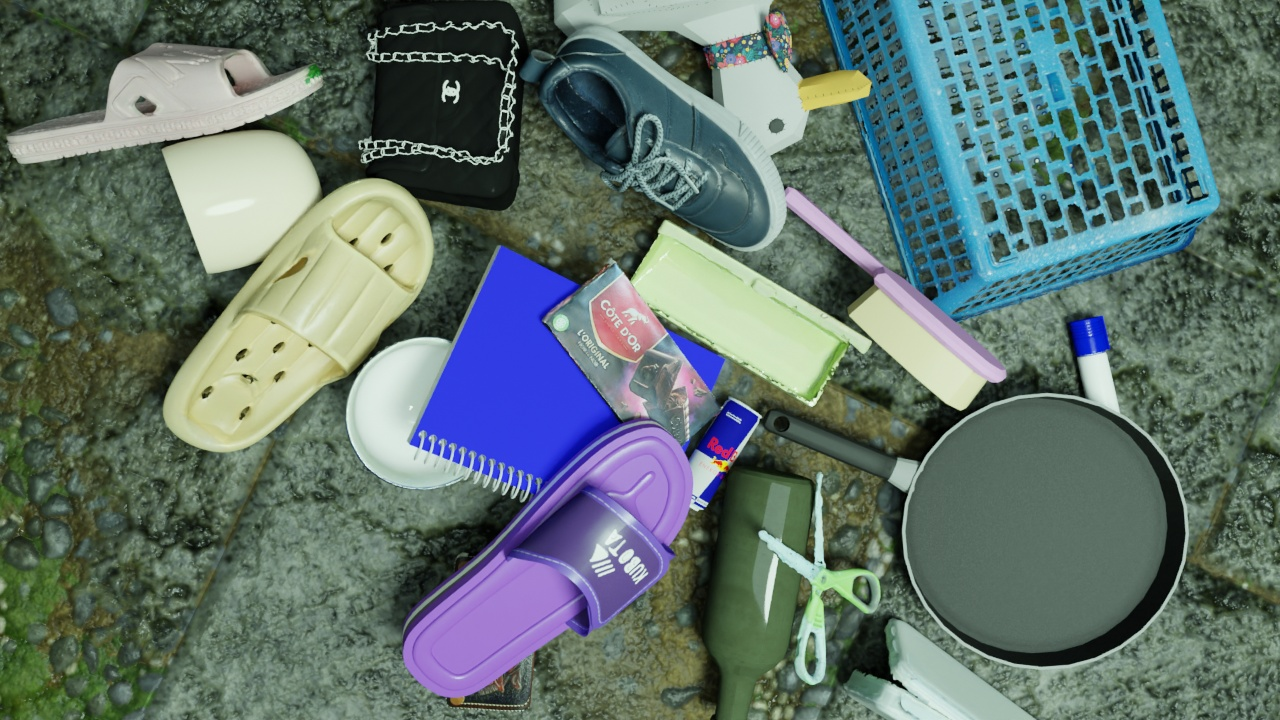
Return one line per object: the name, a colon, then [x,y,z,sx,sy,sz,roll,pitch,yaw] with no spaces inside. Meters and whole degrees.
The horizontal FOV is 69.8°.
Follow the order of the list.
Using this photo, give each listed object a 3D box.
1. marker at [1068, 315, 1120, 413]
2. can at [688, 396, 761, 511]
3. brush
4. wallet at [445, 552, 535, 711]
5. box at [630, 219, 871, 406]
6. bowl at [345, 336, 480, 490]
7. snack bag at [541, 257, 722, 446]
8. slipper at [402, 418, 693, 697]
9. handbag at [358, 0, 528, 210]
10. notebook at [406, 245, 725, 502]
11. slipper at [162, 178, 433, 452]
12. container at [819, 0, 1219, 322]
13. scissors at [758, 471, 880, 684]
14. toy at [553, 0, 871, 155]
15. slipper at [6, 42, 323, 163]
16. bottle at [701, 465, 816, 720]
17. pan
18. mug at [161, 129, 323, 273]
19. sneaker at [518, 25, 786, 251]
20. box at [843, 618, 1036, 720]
marker: [0.392,0.030,0.779,0.027,0.023,0.133,-12,90,-22]
can: [0.062,0.077,0.754,0.032,0.032,0.095,32,87,-2]
brush: [0.189,-0.052,0.734,0.228,0.089,0.043,46,110,19]
wallet: [-0.119,0.220,0.748,0.072,0.019,0.123,4,89,-3]
box: [0.080,-0.035,0.742,0.188,0.091,0.083,31,104,1]
bowl: [-0.172,0.037,0.720,0.118,0.062,0.118,-3,99,-21]
snack bag: [-0.004,0.005,0.718,0.074,0.018,0.155,-42,107,-14]
slipper: [-0.059,0.165,0.683,0.266,0.084,0.107,-39,113,-1]
handbag: [-0.155,-0.201,0.707,0.125,0.114,0.153,4,93,-1]
notebook: [-0.054,0.034,0.720,0.209,0.022,0.171,26,86,-23]
slipper: [-0.251,-0.018,0.698,0.261,0.079,0.111,-45,135,3]
container: [0.310,-0.234,0.746,0.257,0.089,0.362,-18,90,-4]
scissors: [0.139,0.177,0.718,0.171,0.025,0.159,36,78,-34]
toy: [0.050,-0.290,0.715,0.247,0.140,0.268,-2,114,13]
slipper: [-0.368,-0.205,0.699,0.239,0.094,0.064,-13,118,0]
bottle: [0.089,0.191,0.735,0.071,0.071,0.206,10,88,-3]
pan: [0.267,0.113,0.758,0.356,0.034,0.225,23,94,2]
mug: [-0.303,-0.134,0.710,0.099,0.096,0.120,-20,52,-22]
sneaker: [0.015,-0.161,0.707,0.235,0.089,0.087,38,43,-9]
box: [0.262,0.311,0.731,0.215,0.122,0.083,37,110,2]
